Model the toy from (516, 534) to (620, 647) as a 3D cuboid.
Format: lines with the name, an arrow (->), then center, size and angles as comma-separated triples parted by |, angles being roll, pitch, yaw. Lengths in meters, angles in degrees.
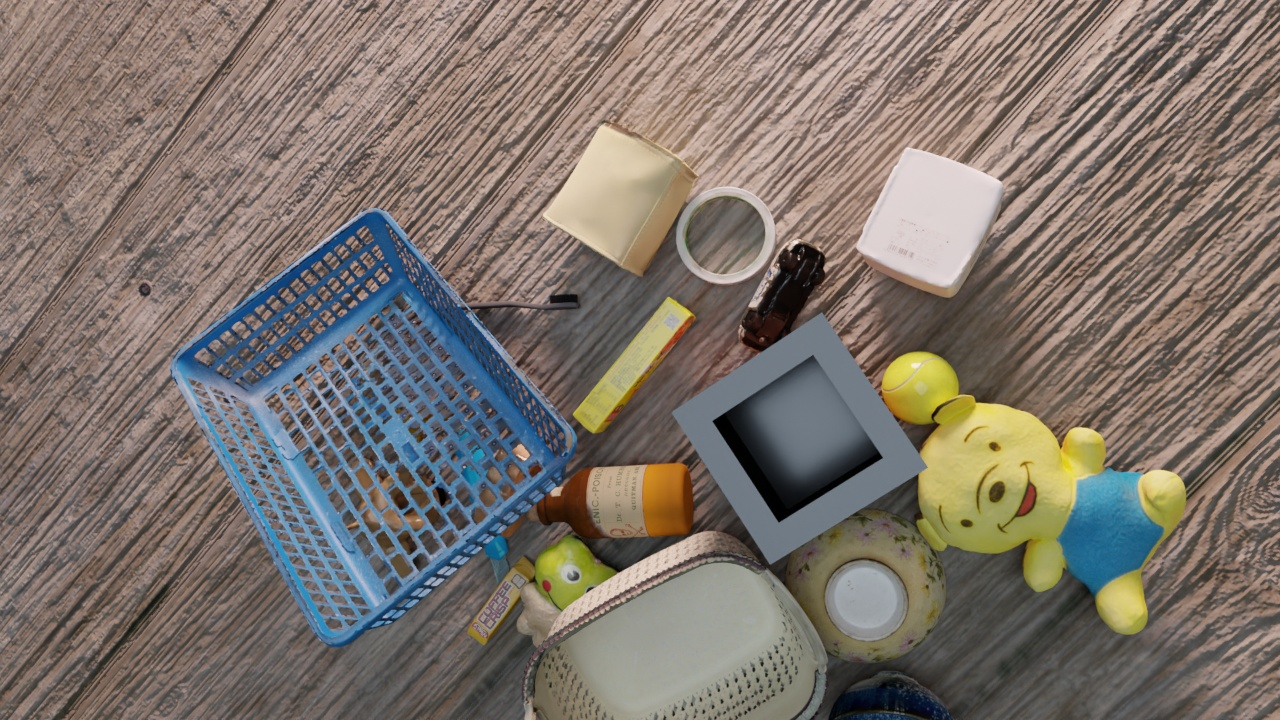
toy -> -0.075, 0.232, 0.894 | 0.092, 0.043, 0.118 | 41, 101, -4

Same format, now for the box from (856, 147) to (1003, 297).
box -> 0.260, -0.117, 0.831 | 0.102, 0.095, 0.107 | 27, 90, 23

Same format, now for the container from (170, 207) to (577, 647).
container -> -0.241, 0.053, 0.840 | 0.257, 0.089, 0.362 | -39, 60, -7

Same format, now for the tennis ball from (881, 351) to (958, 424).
tennis ball -> 0.248, 0.024, 0.815 | 0.065, 0.065, 0.065 | 0, 89, 12

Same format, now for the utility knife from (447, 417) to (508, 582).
utility knife -> -0.161, 0.140, 0.931 | 0.031, 0.015, 0.174 | -15, 88, 15

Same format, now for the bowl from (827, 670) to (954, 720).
bowl -> 0.223, 0.313, 0.812 | 0.114, 0.060, 0.115 | 8, 134, 8

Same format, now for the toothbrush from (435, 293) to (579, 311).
toothbrush -> -0.143, -0.056, 0.930 | 0.167, 0.013, 0.013 | -3, 81, 13

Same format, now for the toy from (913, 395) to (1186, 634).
toy -> 0.338, 0.121, 0.786 | 0.214, 0.084, 0.149 | 21, 97, 14

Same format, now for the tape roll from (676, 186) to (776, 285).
tape roll -> 0.082, -0.119, 0.878 | 0.094, 0.018, 0.094 | 0, 89, 13

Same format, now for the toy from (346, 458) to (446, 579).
toy -> -0.246, 0.150, 0.908 | 0.105, 0.108, 0.134 | -23, 84, -11

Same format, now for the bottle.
bottle -> -0.031, 0.136, 0.875 | 0.157, 0.067, 0.068 | -5, 88, 12

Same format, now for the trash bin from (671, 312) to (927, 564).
trash bin -> 0.137, 0.062, 0.784 | 0.140, 0.171, 0.139 | -34, 82, 10

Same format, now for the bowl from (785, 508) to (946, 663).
bowl -> 0.202, 0.209, 0.824 | 0.145, 0.063, 0.145 | 0, 90, 12

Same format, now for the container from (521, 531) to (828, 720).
container -> 0.029, 0.262, 0.804 | 0.252, 0.143, 0.185 | -30, 97, 5

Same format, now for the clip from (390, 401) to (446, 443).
clip -> -0.231, 0.070, 0.942 | 0.054, 0.048, 0.046 | 22, 69, 10

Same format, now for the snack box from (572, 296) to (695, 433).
snack box -> -0.005, 0.005, 0.885 | 0.029, 0.040, 0.148 | 40, 98, 10

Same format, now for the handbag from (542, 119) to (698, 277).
handbag -> -0.017, -0.157, 0.873 | 0.111, 0.081, 0.119 | 33, 98, 18

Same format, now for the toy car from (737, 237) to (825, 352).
toy car -> 0.129, -0.060, 0.855 | 0.048, 0.040, 0.113 | 23, 103, -28

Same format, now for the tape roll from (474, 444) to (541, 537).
tape roll -> -0.124, 0.121, 0.882 | 0.027, 0.094, 0.094 | 21, 93, 12

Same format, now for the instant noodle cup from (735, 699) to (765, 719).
instant noodle cup -> 0.087, 0.367, 0.837 | 0.112, 0.100, 0.100 | -41, 81, 0

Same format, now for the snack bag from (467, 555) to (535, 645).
snack bag -> -0.139, 0.242, 0.922 | 0.026, 0.020, 0.099 | 38, 97, 12
